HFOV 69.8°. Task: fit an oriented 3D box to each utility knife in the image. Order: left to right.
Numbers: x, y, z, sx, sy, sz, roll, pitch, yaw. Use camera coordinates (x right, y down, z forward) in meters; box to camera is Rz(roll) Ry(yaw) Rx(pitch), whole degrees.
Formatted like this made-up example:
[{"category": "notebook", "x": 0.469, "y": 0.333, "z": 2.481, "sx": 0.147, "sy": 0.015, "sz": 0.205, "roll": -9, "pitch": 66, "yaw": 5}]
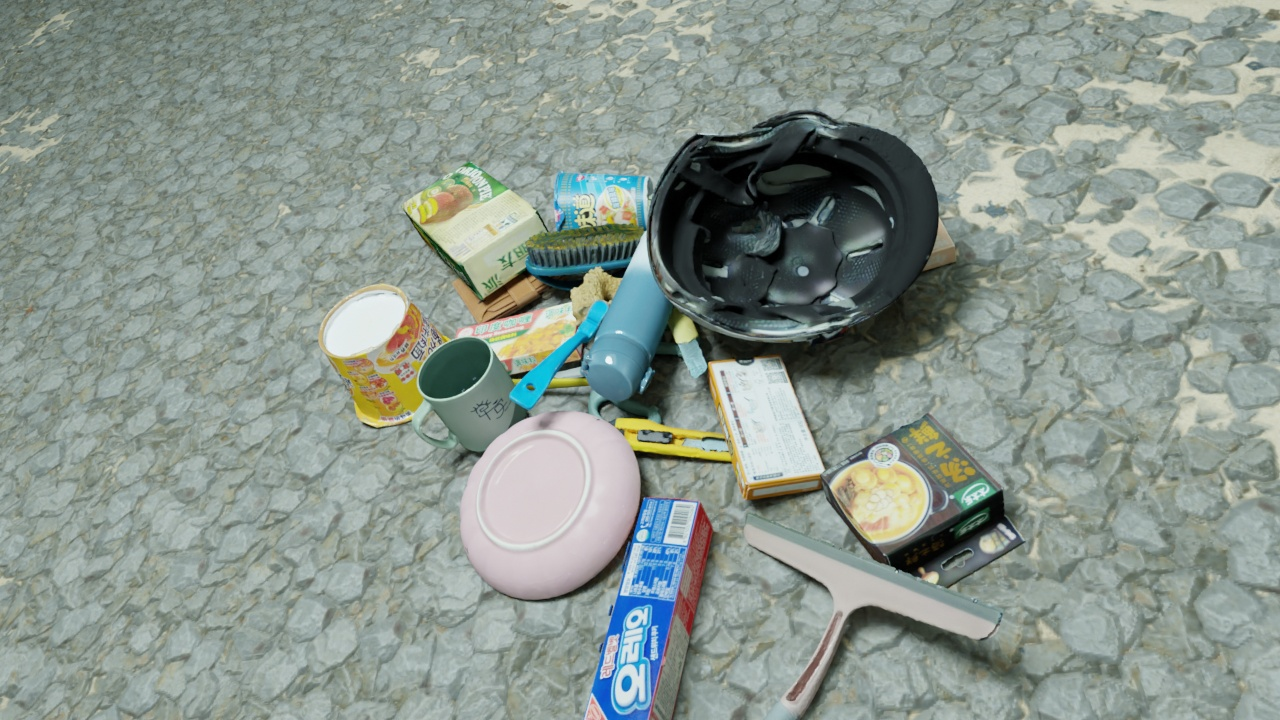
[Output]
[{"category": "utility knife", "x": 0.040, "y": -0.042, "z": 0.978, "sx": 0.031, "sy": 0.022, "sz": 0.212, "roll": -21, "pitch": 29, "yaw": 1}, {"category": "utility knife", "x": 0.040, "y": 0.077, "z": 0.892, "sx": 0.171, "sy": 0.015, "sz": 0.033, "roll": 5, "pitch": 67, "yaw": 16}]

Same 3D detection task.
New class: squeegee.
[{"category": "squeegee", "x": 0.114, "y": 0.259, "z": 0.704, "sx": 0.248, "sy": 0.040, "sz": 0.249, "roll": 15, "pitch": 62, "yaw": 50}]

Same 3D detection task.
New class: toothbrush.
[{"category": "toothbrush", "x": -0.077, "y": 0.020, "z": 0.978, "sx": 0.190, "sy": 0.016, "sz": 0.016, "roll": -3, "pitch": 48, "yaw": 26}]

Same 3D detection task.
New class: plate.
[{"category": "plate", "x": -0.095, "y": 0.128, "z": 0.874, "sx": 0.193, "sy": 0.039, "sz": 0.192, "roll": -12, "pitch": 56, "yaw": 19}]

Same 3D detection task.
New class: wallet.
[{"category": "wallet", "x": -0.157, "y": -0.099, "z": 1.124, "sx": 0.131, "sy": 0.031, "sz": 0.108, "roll": -33, "pitch": 46, "yaw": -6}]

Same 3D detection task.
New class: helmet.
[{"category": "helmet", "x": 0.148, "y": -0.116, "z": 0.925, "sx": 0.274, "sy": 0.157, "sz": 0.229, "roll": -6, "pitch": 77, "yaw": 9}]

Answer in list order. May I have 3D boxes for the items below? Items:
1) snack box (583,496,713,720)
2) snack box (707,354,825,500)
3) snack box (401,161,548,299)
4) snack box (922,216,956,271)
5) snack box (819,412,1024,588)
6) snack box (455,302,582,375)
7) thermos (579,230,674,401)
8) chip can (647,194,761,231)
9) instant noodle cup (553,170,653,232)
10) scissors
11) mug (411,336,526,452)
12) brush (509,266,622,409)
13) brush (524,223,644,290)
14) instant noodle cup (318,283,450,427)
[{"category": "snack box", "x": 0.010, "y": 0.216, "z": 0.767, "sx": 0.057, "sy": 0.058, "sz": 0.207, "roll": 0, "pitch": 51, "yaw": 21}, {"category": "snack box", "x": 0.116, "y": 0.059, "z": 0.869, "sx": 0.075, "sy": 0.026, "sz": 0.153, "roll": -7, "pitch": 47, "yaw": -7}, {"category": "snack box", "x": -0.209, "y": -0.170, "z": 1.154, "sx": 0.114, "sy": 0.063, "sz": 0.240, "roll": -36, "pitch": 38, "yaw": -11}, {"category": "snack box", "x": 0.276, "y": -0.154, "z": 1.001, "sx": 0.084, "sy": 0.026, "sz": 0.157, "roll": -16, "pitch": 48, "yaw": 8}, {"category": "snack box", "x": 0.234, "y": 0.122, "z": 0.771, "sx": 0.113, "sy": 0.053, "sz": 0.125, "roll": -29, "pitch": 42, "yaw": -4}, {"category": "snack box", "x": -0.140, "y": -0.018, "z": 1.040, "sx": 0.156, "sy": 0.027, "sz": 0.076, "roll": -13, "pitch": 41, "yaw": 14}, {"category": "thermos", "x": 0.001, "y": -0.051, "z": 0.955, "sx": 0.070, "sy": 0.070, "sz": 0.219, "roll": 1, "pitch": 45, "yaw": 22}, {"category": "chip can", "x": 0.117, "y": -0.169, "z": 1.047, "sx": 0.210, "sy": 0.071, "sz": 0.071, "roll": -5, "pitch": 50, "yaw": 18}, {"category": "instant noodle cup", "x": -0.040, "y": -0.184, "z": 1.112, "sx": 0.110, "sy": 0.099, "sz": 0.099, "roll": -1, "pitch": 50, "yaw": 9}, {"category": "scissors", "x": -0.005, "y": 0.005, "z": 0.982, "sx": 0.180, "sy": 0.019, "sz": 0.170, "roll": -39, "pitch": 47, "yaw": -12}, {"category": "mug", "x": -0.181, "y": 0.048, "z": 0.952, "sx": 0.111, "sy": 0.106, "sz": 0.082, "roll": -42, "pitch": 50, "yaw": -17}, {"category": "brush", "x": -0.066, "y": -0.026, "z": 0.956, "sx": 0.083, "sy": 0.046, "sz": 0.253, "roll": 30, "pitch": 37, "yaw": 5}, {"category": "brush", "x": -0.062, "y": -0.116, "z": 1.066, "sx": 0.143, "sy": 0.074, "sz": 0.055, "roll": -7, "pitch": 34, "yaw": -9}, {"category": "instant noodle cup", "x": -0.290, "y": -0.012, "z": 1.045, "sx": 0.138, "sy": 0.110, "sz": 0.137, "roll": -10, "pitch": 49, "yaw": 12}]
